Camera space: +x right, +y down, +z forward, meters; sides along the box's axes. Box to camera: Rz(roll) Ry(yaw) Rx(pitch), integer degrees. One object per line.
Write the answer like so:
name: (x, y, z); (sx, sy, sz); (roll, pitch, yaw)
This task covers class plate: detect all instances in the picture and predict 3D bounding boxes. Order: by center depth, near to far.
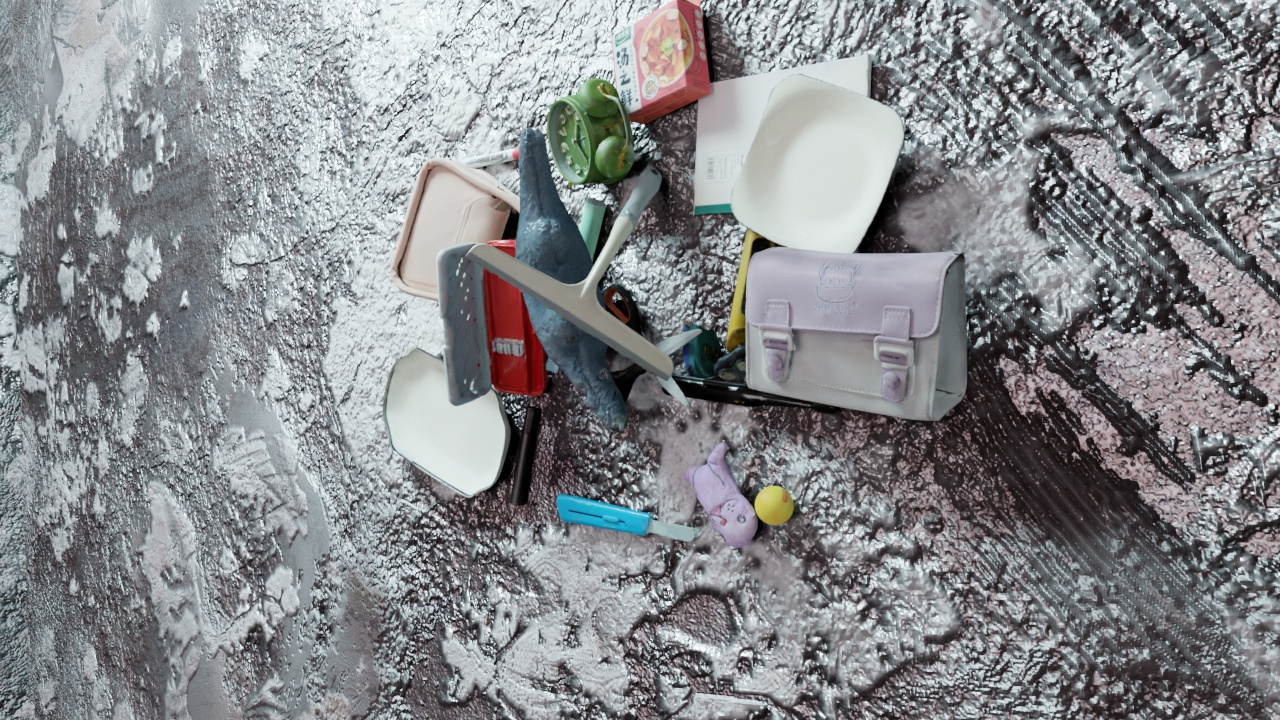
plate: (0.179, -0.190, 0.922); (0.164, 0.034, 0.164); (34, 111, 34)
plate: (-0.268, 0.083, 1.283); (0.266, 0.034, 0.162); (23, 103, 36)

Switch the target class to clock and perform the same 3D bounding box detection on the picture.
clock: (-0.054, -0.263, 1.072); (0.161, 0.056, 0.116); (-3, 106, 60)

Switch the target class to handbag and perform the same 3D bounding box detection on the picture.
handbag: (0.198, -0.031, 0.861); (0.197, 0.098, 0.145); (9, 110, 37)
handbag: (-0.211, -0.151, 1.218); (0.234, 0.093, 0.193); (23, 102, 31)

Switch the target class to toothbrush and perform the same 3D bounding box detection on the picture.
toothbrush: (0.115, 0.037, 0.988); (0.213, 0.027, 0.026); (7, 137, 37)
toothbrush: (-0.081, -0.091, 1.145); (0.027, 0.026, 0.224); (14, 100, 0)

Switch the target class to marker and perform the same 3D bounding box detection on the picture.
marker: (-0.151, 0.125, 1.198); (0.020, 0.022, 0.132); (10, 96, -6)
marker: (-0.196, -0.275, 1.248); (0.145, 0.017, 0.017); (0, 88, 38)

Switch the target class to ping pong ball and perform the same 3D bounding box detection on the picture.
ping pong ball: (0.139, 0.151, 0.955); (0.040, 0.040, 0.040); (-1, 88, 38)

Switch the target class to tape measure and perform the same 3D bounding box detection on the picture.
tape measure: (0.069, -0.008, 1.006); (0.025, 0.054, 0.058); (-10, 72, 39)

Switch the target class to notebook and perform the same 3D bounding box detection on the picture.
notebook: (0.145, -0.234, 0.979); (0.209, 0.012, 0.150); (4, 93, 39)

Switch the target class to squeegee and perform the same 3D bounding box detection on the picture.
squeegee: (-0.022, -0.139, 1.005); (0.246, 0.245, 0.039); (32, 146, -7)

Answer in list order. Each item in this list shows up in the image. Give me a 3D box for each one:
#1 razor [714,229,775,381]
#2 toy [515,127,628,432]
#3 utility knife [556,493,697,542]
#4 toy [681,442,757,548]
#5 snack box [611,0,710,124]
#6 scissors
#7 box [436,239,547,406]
razor: (0.119, -0.059, 0.969); (0.062, 0.067, 0.167); (8, 87, -1)
toy: (-0.088, -0.083, 1.063); (0.138, 0.091, 0.356); (146, 107, -72)
utility knife: (-0.019, 0.190, 1.094); (0.210, 0.018, 0.034); (4, 91, 37)
toy: (0.092, 0.150, 0.991); (0.084, 0.038, 0.108); (-50, 59, 45)
snack box: (0.020, -0.351, 1.052); (0.113, 0.044, 0.127); (-12, 82, 46)
scissors: (-0.007, -0.007, 1.055); (0.222, 0.021, 0.230); (-50, 48, 41)
box: (-0.184, -0.044, 1.137); (0.112, 0.099, 0.201); (4, 108, 18)
